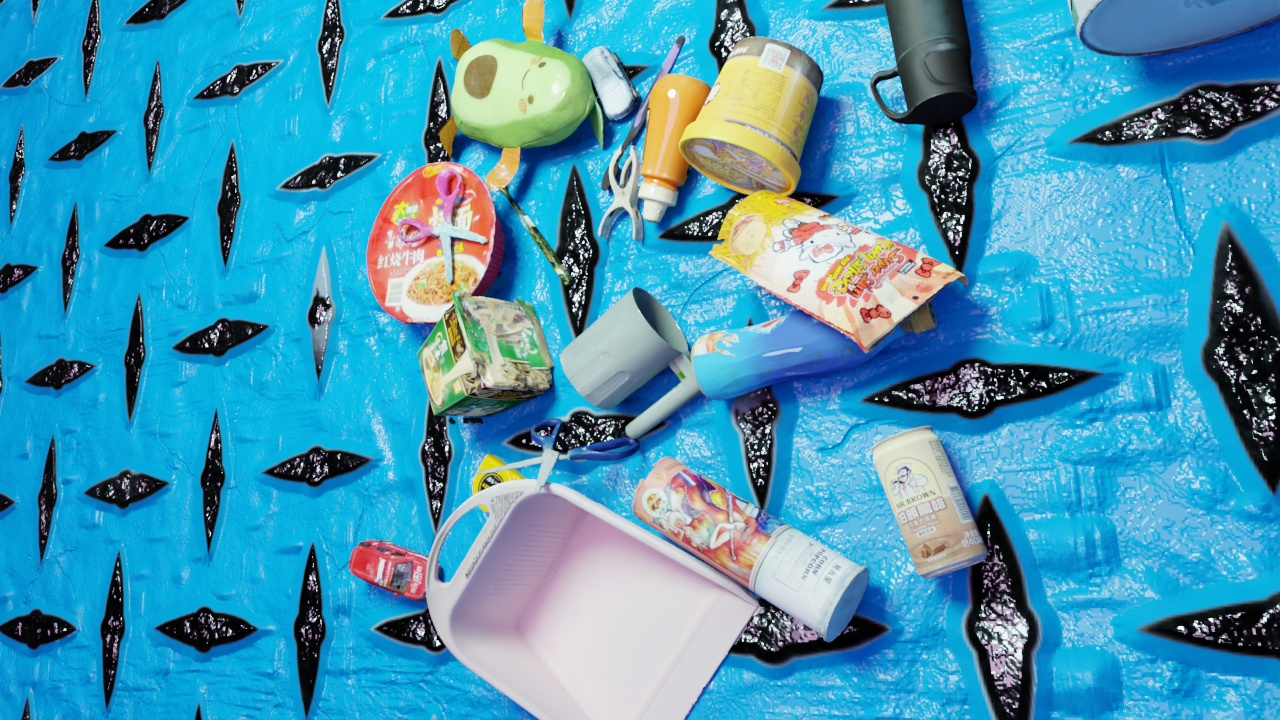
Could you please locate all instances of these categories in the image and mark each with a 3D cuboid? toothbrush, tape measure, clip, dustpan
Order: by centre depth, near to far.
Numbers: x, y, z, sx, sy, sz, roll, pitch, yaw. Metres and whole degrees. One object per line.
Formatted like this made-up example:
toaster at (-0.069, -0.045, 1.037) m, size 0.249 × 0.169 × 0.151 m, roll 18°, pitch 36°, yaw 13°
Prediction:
dustpan at (-0.067, 0.244, 0.867) m, size 0.273 × 0.138 × 0.222 m, roll 33°, pitch 97°, yaw 31°
clip at (-0.015, -0.177, 0.982) m, size 0.070 × 0.034 × 0.100 m, roll 8°, pitch 93°, yaw 30°
tape measure at (-0.154, 0.138, 1.000) m, size 0.060 × 0.029 × 0.057 m, roll 29°, pitch 94°, yaw 31°
toothbrush at (0.003, -0.269, 1.001) m, size 0.014 × 0.016 × 0.189 m, roll 28°, pitch 92°, yaw 19°
toothbrush at (-0.125, -0.154, 1.047) m, size 0.012 × 0.017 × 0.185 m, roll -27°, pitch 63°, yaw -17°

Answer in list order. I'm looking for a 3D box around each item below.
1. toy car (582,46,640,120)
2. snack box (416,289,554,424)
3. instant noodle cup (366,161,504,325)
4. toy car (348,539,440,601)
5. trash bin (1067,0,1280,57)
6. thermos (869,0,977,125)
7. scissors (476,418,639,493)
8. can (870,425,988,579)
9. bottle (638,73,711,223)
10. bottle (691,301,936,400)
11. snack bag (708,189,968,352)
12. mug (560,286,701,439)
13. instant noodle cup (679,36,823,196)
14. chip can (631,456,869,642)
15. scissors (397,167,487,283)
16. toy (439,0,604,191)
toy car at (-0.034, -0.308, 1.016) m, size 0.043 × 0.034 × 0.090 m, roll -32°, pitch 68°, yaw 17°
snack box at (-0.177, 0.002, 0.998) m, size 0.106 × 0.118 × 0.117 m, roll -33°, pitch 66°, yaw 31°
instant noodle cup at (-0.229, -0.130, 1.074) m, size 0.194 × 0.065 × 0.193 m, roll -7°, pitch 76°, yaw 28°
toy car at (-0.281, 0.239, 1.045) m, size 0.121 × 0.045 × 0.053 m, roll 8°, pitch 86°, yaw 28°
trash bin at (0.402, -0.385, 0.680) m, size 0.230 × 0.229 × 0.251 m, roll -10°, pitch 81°, yaw 28°
thermos at (0.244, -0.336, 0.840) m, size 0.090 × 0.068 × 0.242 m, roll -10°, pitch 75°, yaw 23°
scissors at (-0.080, 0.092, 0.914) m, size 0.162 × 0.176 × 0.012 m, roll -2°, pitch 108°, yaw -7°
can at (0.238, 0.118, 0.762) m, size 0.059 × 0.058 × 0.116 m, roll -27°, pitch 68°, yaw 23°
bottle at (0.030, -0.216, 0.948) m, size 0.067 × 0.066 × 0.149 m, roll 18°, pitch 97°, yaw 31°
bottle at (0.155, -0.015, 0.833) m, size 0.219 × 0.065 × 0.065 m, roll -14°, pitch 73°, yaw 26°
snack bag at (0.166, -0.084, 0.812) m, size 0.128 × 0.073 × 0.208 m, roll -30°, pitch 41°, yaw -24°
mug at (-0.005, 0.005, 0.917) m, size 0.103 × 0.083 × 0.124 m, roll -38°, pitch 84°, yaw 19°
instant noodle cup at (0.112, -0.233, 0.874) m, size 0.118 × 0.118 × 0.114 m, roll 19°, pitch 83°, yaw 31°
chip can at (0.094, 0.165, 0.830) m, size 0.215 × 0.071 × 0.071 m, roll 27°, pitch 94°, yaw 32°
scissors at (-0.226, -0.149, 1.030) m, size 0.134 × 0.017 × 0.133 m, roll -11°, pitch 79°, yaw 25°
toy at (-0.147, -0.304, 1.047) m, size 0.247 × 0.089 × 0.227 m, roll 12°, pitch 94°, yaw 34°
